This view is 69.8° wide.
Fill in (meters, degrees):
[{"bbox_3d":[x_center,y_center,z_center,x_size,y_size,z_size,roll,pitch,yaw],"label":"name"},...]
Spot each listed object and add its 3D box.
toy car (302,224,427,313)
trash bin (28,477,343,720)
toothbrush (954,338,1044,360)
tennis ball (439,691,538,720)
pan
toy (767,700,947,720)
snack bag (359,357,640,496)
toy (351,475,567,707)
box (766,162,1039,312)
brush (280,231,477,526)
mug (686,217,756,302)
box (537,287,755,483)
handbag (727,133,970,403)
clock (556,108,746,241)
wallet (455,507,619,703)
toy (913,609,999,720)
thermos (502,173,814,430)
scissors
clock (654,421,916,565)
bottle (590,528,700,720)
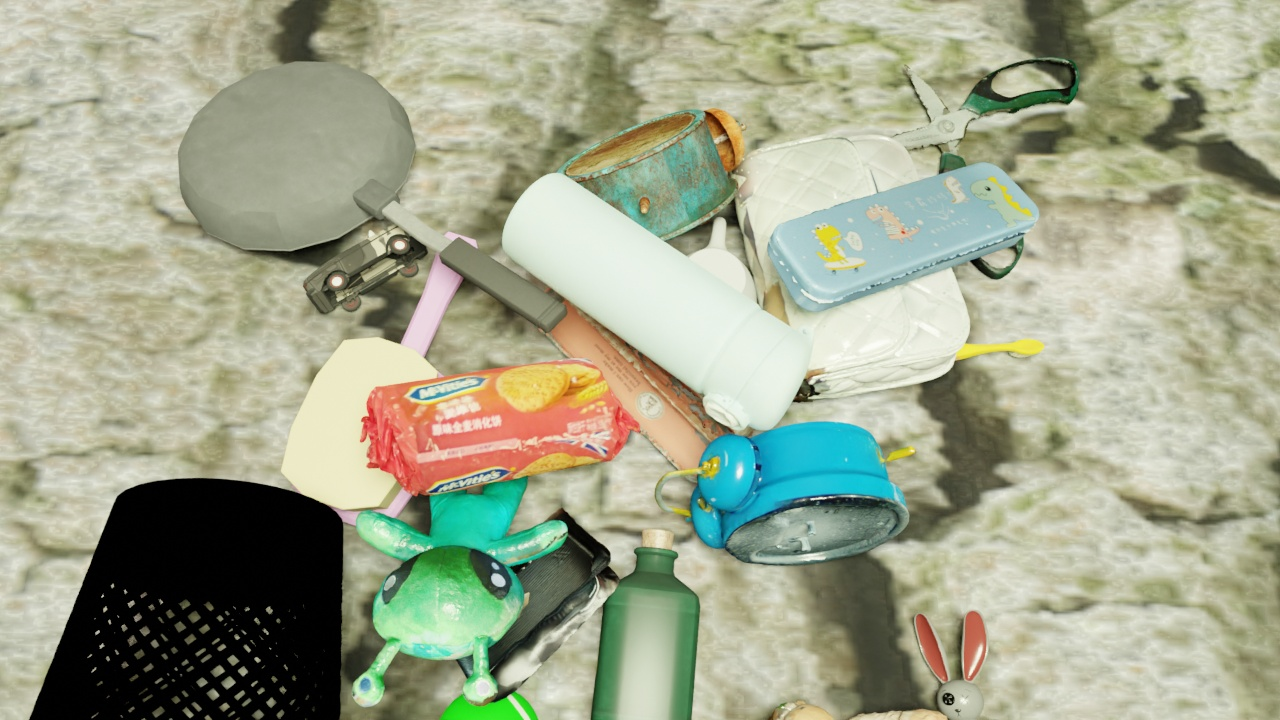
[{"bbox_3d":[-0.204,-0.070,0.678,0.092,0.040,0.037,-33,73,-12],"label":"toy car"},{"bbox_3d":[-0.250,0.185,0.521,0.195,0.196,0.199,-1,61,-1],"label":"trash bin"},{"bbox_3d":[0.226,-0.007,0.675,0.135,0.016,0.021,-1,72,4],"label":"toothbrush"},{"bbox_3d":[-0.093,0.232,0.558,0.065,0.065,0.065,0,70,-1],"label":"tennis ball"},{"bbox_3d":[-0.193,-0.119,0.658,0.357,0.041,0.178,33,66,22],"label":"pan"},{"bbox_3d":[0.124,0.238,0.564,0.106,0.074,0.085,16,37,26],"label":"toy"},{"bbox_3d":[-0.093,0.043,0.597,0.176,0.083,0.082,-8,69,-26],"label":"snack bag"},{"bbox_3d":[-0.112,0.127,0.568,0.130,0.072,0.193,3,32,0],"label":"toy"},{"bbox_3d":[0.179,-0.088,0.609,0.209,0.037,0.065,-18,68,-27],"label":"box"},{"bbox_3d":[-0.172,0.002,0.652,0.089,0.043,0.228,18,71,6],"label":"brush"},{"bbox_3d":[0.050,-0.056,0.650,0.071,0.089,0.107,9,70,2],"label":"mug"},{"bbox_3d":[-0.002,0.004,0.651,0.187,0.085,0.048,44,47,16],"label":"box"},{"bbox_3d":[0.147,-0.073,0.659,0.139,0.072,0.194,-10,65,-2],"label":"handbag"},{"bbox_3d":[0.016,-0.133,0.667,0.157,0.121,0.073,-44,120,-36],"label":"clock"},{"bbox_3d":[-0.071,0.153,0.582,0.114,0.089,0.026,-42,118,-13],"label":"wallet"},{"bbox_3d":[0.204,0.218,0.586,0.049,0.030,0.111,-11,71,26],"label":"toy"},{"bbox_3d":[0.011,-0.036,0.569,0.207,0.065,0.077,36,67,14],"label":"thermos"},{"bbox_3d":[0.286,-0.166,0.733,0.201,0.015,0.202,-17,73,-7],"label":"scissors"},{"bbox_3d":[0.090,0.087,0.588,0.161,0.117,0.060,0,59,-6],"label":"clock"},{"bbox_3d":[0.005,0.174,0.582,0.061,0.061,0.131,7,70,-1],"label":"bottle"}]
